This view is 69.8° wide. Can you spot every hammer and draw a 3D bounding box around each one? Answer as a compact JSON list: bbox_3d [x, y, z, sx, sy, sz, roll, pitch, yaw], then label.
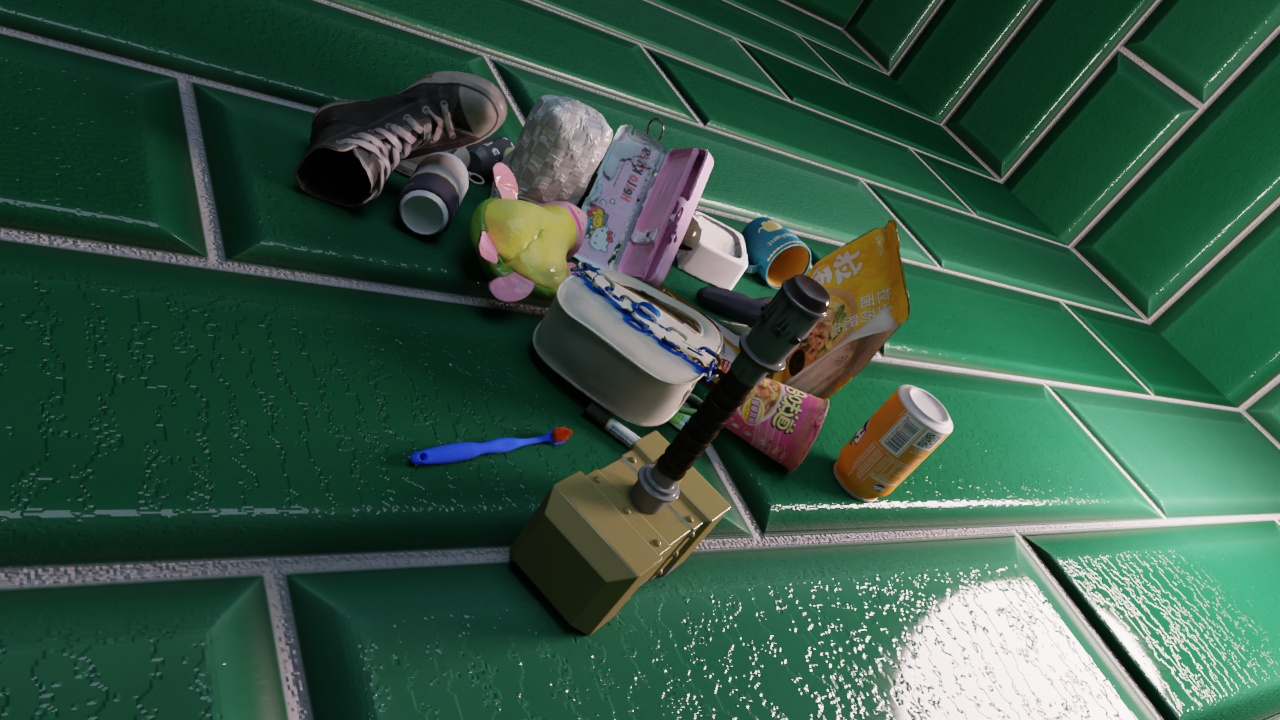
[{"bbox_3d":[0.044,0.062,0.744,0.100,0.326,0.189,45,33,16],"label":"hammer"}]

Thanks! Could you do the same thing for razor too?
[{"bbox_3d":[0.144,-0.078,1.302,0.142,0.047,0.052,17,60,-22],"label":"razor"}]

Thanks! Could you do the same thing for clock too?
[{"bbox_3d":[-0.263,-0.270,1.158,0.157,0.061,0.103,32,31,0],"label":"clock"}]

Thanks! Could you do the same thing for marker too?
[{"bbox_3d":[0.002,0.092,0.962,0.146,0.017,0.017,36,31,2],"label":"marker"}]

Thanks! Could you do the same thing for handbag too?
[{"bbox_3d":[-0.115,-0.264,1.182,0.112,0.172,0.123,15,37,-29],"label":"handbag"},{"bbox_3d":[0.002,-0.037,1.014,0.200,0.093,0.199,34,38,6],"label":"handbag"}]

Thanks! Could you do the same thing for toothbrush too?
[{"bbox_3d":[-0.133,0.079,0.851,0.182,0.018,0.016,-5,73,-47],"label":"toothbrush"}]

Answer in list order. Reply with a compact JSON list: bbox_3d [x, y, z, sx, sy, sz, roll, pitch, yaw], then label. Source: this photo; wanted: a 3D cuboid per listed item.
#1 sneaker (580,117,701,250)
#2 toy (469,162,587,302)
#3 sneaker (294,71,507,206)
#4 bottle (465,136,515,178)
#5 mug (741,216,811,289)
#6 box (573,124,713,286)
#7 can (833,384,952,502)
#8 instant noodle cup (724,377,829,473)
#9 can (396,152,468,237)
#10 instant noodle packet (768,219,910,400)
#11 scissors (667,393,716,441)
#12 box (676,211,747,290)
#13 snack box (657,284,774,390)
[{"bbox_3d":[0.001,-0.262,1.301,0.238,0.143,0.101,32,-3,2],"label":"sneaker"},{"bbox_3d":[-0.129,-0.138,1.077,0.190,0.088,0.237,49,29,-8],"label":"toy"},{"bbox_3d":[-0.264,-0.245,1.017,0.235,0.095,0.119,-6,44,4],"label":"sneaker"},{"bbox_3d":[-0.199,-0.277,1.242,0.047,0.047,0.112,38,32,5],"label":"bottle"},{"bbox_3d":[0.195,-0.173,1.451,0.112,0.085,0.104,-15,45,-17],"label":"mug"},{"bbox_3d":[0.003,-0.201,1.217,0.150,0.201,0.073,20,-12,18],"label":"box"},{"bbox_3d":[0.303,0.102,1.108,0.079,0.143,0.079,24,33,-17],"label":"can"},{"bbox_3d":[0.149,0.064,1.074,0.108,0.098,0.097,27,31,3],"label":"instant noodle cup"},{"bbox_3d":[-0.241,-0.199,1.080,0.064,0.064,0.127,26,32,-14],"label":"can"},{"bbox_3d":[0.260,-0.062,1.184,0.084,0.222,0.162,21,51,-20],"label":"instant noodle packet"},{"bbox_3d":[0.010,0.046,1.036,0.175,0.033,0.078,22,37,-27],"label":"scissors"},{"bbox_3d":[0.108,-0.172,1.363,0.102,0.076,0.107,26,30,-17],"label":"box"},{"bbox_3d":[0.081,-0.015,1.165,0.186,0.032,0.100,34,31,-1],"label":"snack box"}]
